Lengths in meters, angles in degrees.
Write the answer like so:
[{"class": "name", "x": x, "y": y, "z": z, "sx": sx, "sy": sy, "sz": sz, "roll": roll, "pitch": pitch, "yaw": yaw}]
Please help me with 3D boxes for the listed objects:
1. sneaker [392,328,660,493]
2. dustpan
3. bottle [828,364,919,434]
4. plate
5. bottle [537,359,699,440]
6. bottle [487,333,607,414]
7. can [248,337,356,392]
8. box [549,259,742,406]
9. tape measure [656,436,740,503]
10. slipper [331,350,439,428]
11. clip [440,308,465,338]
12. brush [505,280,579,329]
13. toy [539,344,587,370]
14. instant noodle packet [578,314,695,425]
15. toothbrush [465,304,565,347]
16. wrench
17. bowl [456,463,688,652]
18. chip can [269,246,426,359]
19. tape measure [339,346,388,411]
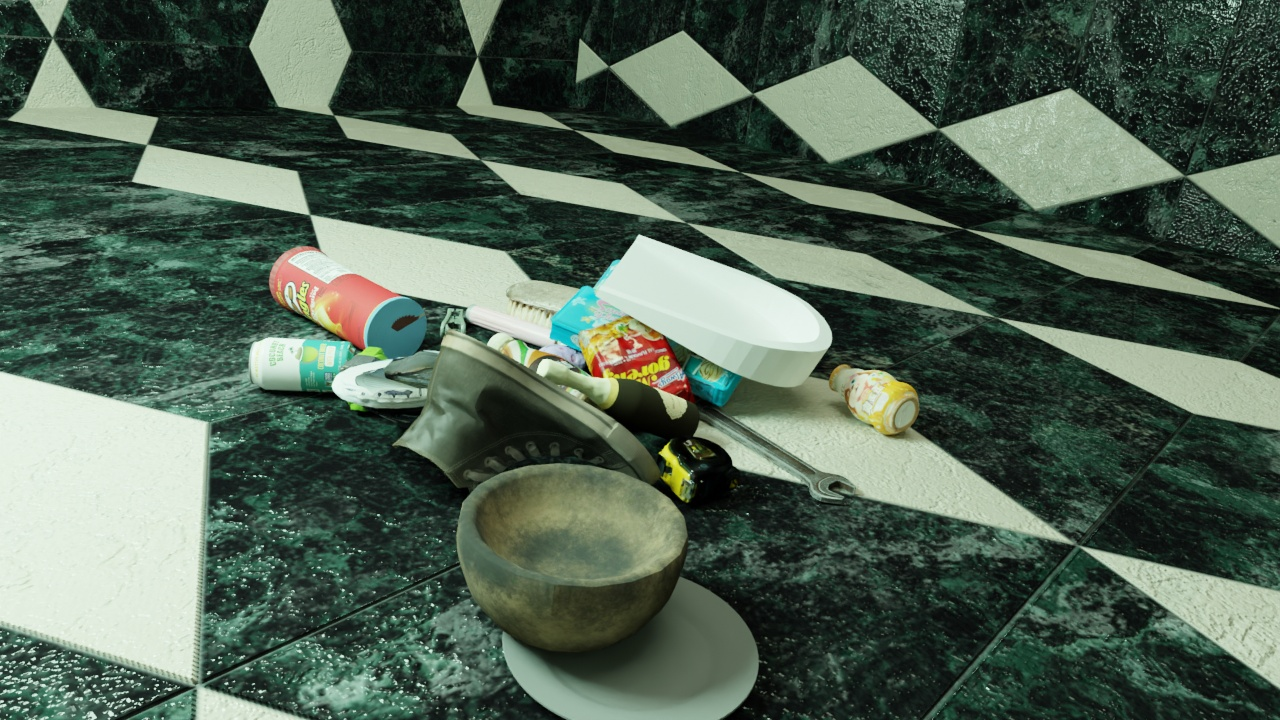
[{"class": "sneaker", "x": -0.097, "y": 0.080, "z": 0.828, "sx": 0.234, "sy": 0.119, "sz": 0.095, "roll": 31, "pitch": -9, "yaw": -21}, {"class": "dustpan", "x": 0.096, "y": -0.067, "z": 1.066, "sx": 0.258, "sy": 0.053, "sz": 0.191, "roll": 30, "pitch": 29, "yaw": -1}, {"class": "bottle", "x": 0.268, "y": 0.041, "z": 1.062, "sx": 0.063, "sy": 0.063, "sz": 0.109, "roll": -6, "pitch": 25, "yaw": -31}, {"class": "plate", "x": -0.007, "y": 0.200, "z": 0.642, "sx": 0.178, "sy": 0.012, "sz": 0.178, "roll": 6, "pitch": 22, "yaw": -3}, {"class": "bottle", "x": -0.023, "y": 0.036, "z": 0.907, "sx": 0.184, "sy": 0.045, "sz": 0.045, "roll": 23, "pitch": 10, "yaw": -34}, {"class": "bottle", "x": -0.105, "y": 0.018, "z": 0.988, "sx": 0.059, "sy": 0.059, "sz": 0.167, "roll": -14, "pitch": 36, "yaw": -43}, {"class": "can", "x": -0.353, "y": 0.005, "z": 0.966, "sx": 0.101, "sy": 0.055, "sz": 0.055, "roll": 3, "pitch": 22, "yaw": -10}, {"class": "box", "x": 0.030, "y": -0.043, "z": 1.113, "sx": 0.227, "sy": 0.039, "sz": 0.181, "roll": 21, "pitch": 42, "yaw": 15}, {"class": "tape measure", "x": 0.053, "y": 0.101, "z": 0.869, "sx": 0.071, "sy": 0.042, "sz": 0.072, "roll": -9, "pitch": 27, "yaw": -35}, {"class": "slipper", "x": -0.219, "y": 0.035, "z": 0.931, "sx": 0.111, "sy": 0.063, "sz": 0.263, "roll": 13, "pitch": 10, "yaw": 5}, {"class": "clip", "x": -0.239, "y": -0.047, "z": 1.181, "sx": 0.037, "sy": 0.023, "sz": 0.075, "roll": 2, "pitch": 20, "yaw": -9}, {"class": "brush", "x": -0.052, "y": -0.050, "z": 1.195, "sx": 0.271, "sy": 0.057, "sz": 0.083, "roll": 15, "pitch": 28, "yaw": 19}, {"class": "toy", "x": -0.109, "y": 0.003, "z": 1.073, "sx": 0.080, "sy": 0.036, "sz": 0.099, "roll": 15, "pitch": 24, "yaw": 16}, {"class": "instant noodle packet", "x": -0.006, "y": 0.006, "z": 1.006, "sx": 0.098, "sy": 0.040, "sz": 0.135, "roll": -16, "pitch": 57, "yaw": -15}, {"class": "toothbrush", "x": -0.129, "y": -0.031, "z": 1.168, "sx": 0.223, "sy": 0.027, "sz": 0.026, "roll": 19, "pitch": -1, "yaw": 25}, {"class": "wrench", "x": 0.119, "y": 0.084, "z": 0.979, "sx": 0.069, "sy": 0.010, "sz": 0.273, "roll": -10, "pitch": 27, "yaw": -36}, {"class": "bowl", "x": -0.050, "y": 0.142, "z": 0.656, "sx": 0.162, "sy": 0.070, "sz": 0.162, "roll": 6, "pitch": 22, "yaw": -3}, {"class": "chip can", "x": -0.357, "y": -0.069, "z": 1.112, "sx": 0.213, "sy": 0.087, "sz": 0.086, "roll": 25, "pitch": 28, "yaw": 36}, {"class": "tape measure", "x": -0.284, "y": 0.020, "z": 0.945, "sx": 0.036, "sy": 0.059, "sz": 0.065, "roll": 6, "pitch": 25, "yaw": 10}]
